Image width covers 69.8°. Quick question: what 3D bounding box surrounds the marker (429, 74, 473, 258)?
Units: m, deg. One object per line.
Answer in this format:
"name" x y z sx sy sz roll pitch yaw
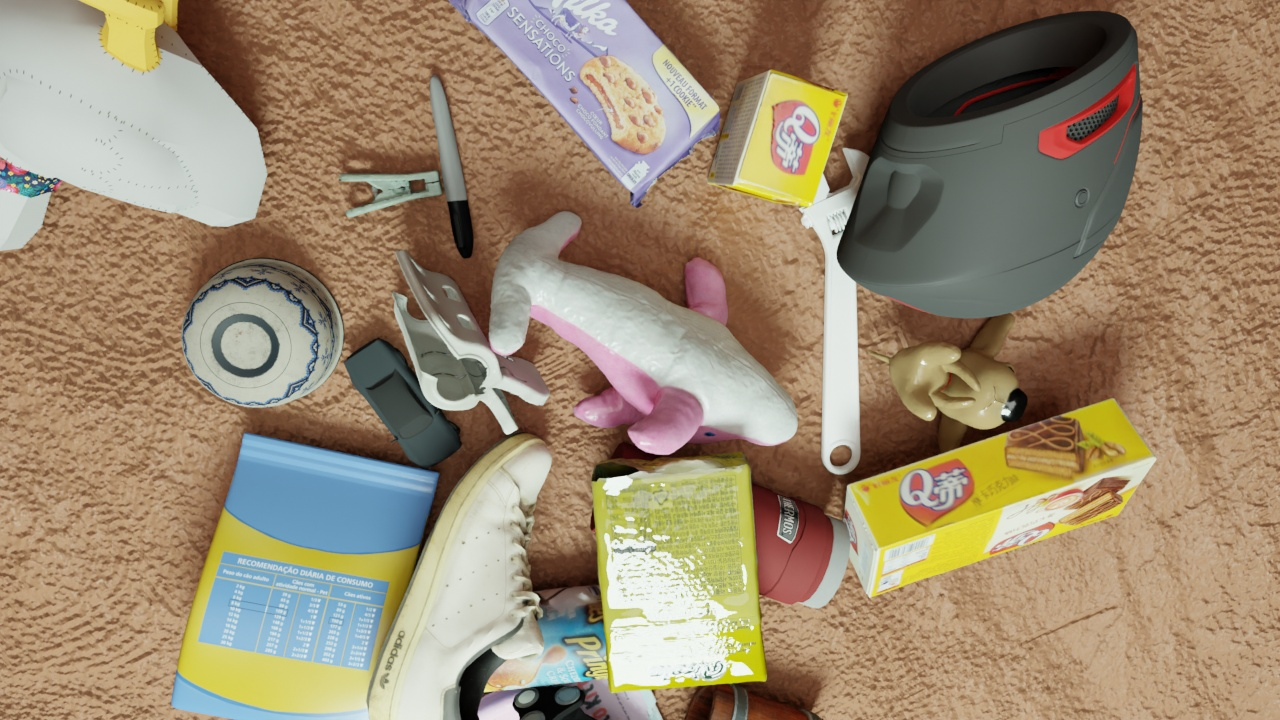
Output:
"marker" -0.144 -0.146 0.697 0.016 0.022 0.139 -8 104 1

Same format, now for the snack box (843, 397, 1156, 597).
"snack box" 0.286 0.116 0.755 0.230 0.061 0.110 -18 145 -2

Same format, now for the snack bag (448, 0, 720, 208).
"snack bag" -0.039 -0.220 0.675 0.096 0.058 0.205 -42 101 1

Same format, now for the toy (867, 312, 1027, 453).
"toy" 0.252 0.017 0.739 0.108 0.106 0.134 14 101 -31

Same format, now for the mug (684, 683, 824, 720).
"mug" 0.092 0.347 0.797 0.111 0.081 0.117 26 81 -7

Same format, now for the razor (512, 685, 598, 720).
"razor" -0.036 0.322 0.763 0.060 0.057 0.156 -44 113 1

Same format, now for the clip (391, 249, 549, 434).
"clip" -0.139 -0.001 0.687 0.091 0.125 0.151 -32 129 -2

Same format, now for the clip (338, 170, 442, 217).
"clip" -0.189 -0.129 0.697 0.074 0.023 0.035 -10 102 -6

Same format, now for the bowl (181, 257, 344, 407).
"bowl" -0.288 -0.017 0.690 0.115 0.059 0.115 -1 102 -6

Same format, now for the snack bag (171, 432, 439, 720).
"snack bag" -0.257 0.172 0.721 0.159 0.102 0.205 13 90 -9

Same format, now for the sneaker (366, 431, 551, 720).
"sneaker" -0.110 0.172 0.691 0.102 0.089 0.241 19 73 17

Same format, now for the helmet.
"helmet" 0.260 -0.124 0.672 0.264 0.164 0.170 -33 121 -16

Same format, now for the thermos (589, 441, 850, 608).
"thermos" 0.061 0.143 0.757 0.198 0.083 0.108 21 130 -8

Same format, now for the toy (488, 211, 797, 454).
"toy" -0.004 0.004 0.710 0.265 0.186 0.128 32 137 -15

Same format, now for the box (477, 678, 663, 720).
"box" -0.045 0.355 0.807 0.154 0.044 0.201 -26 103 -1

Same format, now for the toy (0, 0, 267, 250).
"toy" -0.380 -0.159 0.617 0.246 0.140 0.268 25 124 -28

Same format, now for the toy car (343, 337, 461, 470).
"toy car" -0.187 0.035 0.726 0.046 0.034 0.112 -33 104 2

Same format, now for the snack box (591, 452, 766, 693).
"snack box" 0.028 0.156 0.689 0.121 0.045 0.181 -5 103 0

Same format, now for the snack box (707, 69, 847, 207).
"snack box" 0.098 -0.161 0.677 0.061 0.105 0.084 15 100 -9

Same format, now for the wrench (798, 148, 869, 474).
"wrench" 0.166 -0.035 0.758 0.066 0.018 0.273 -5 104 -6

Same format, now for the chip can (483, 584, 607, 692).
"chip can" -0.064 0.227 0.759 0.229 0.079 0.080 -6 103 -3
